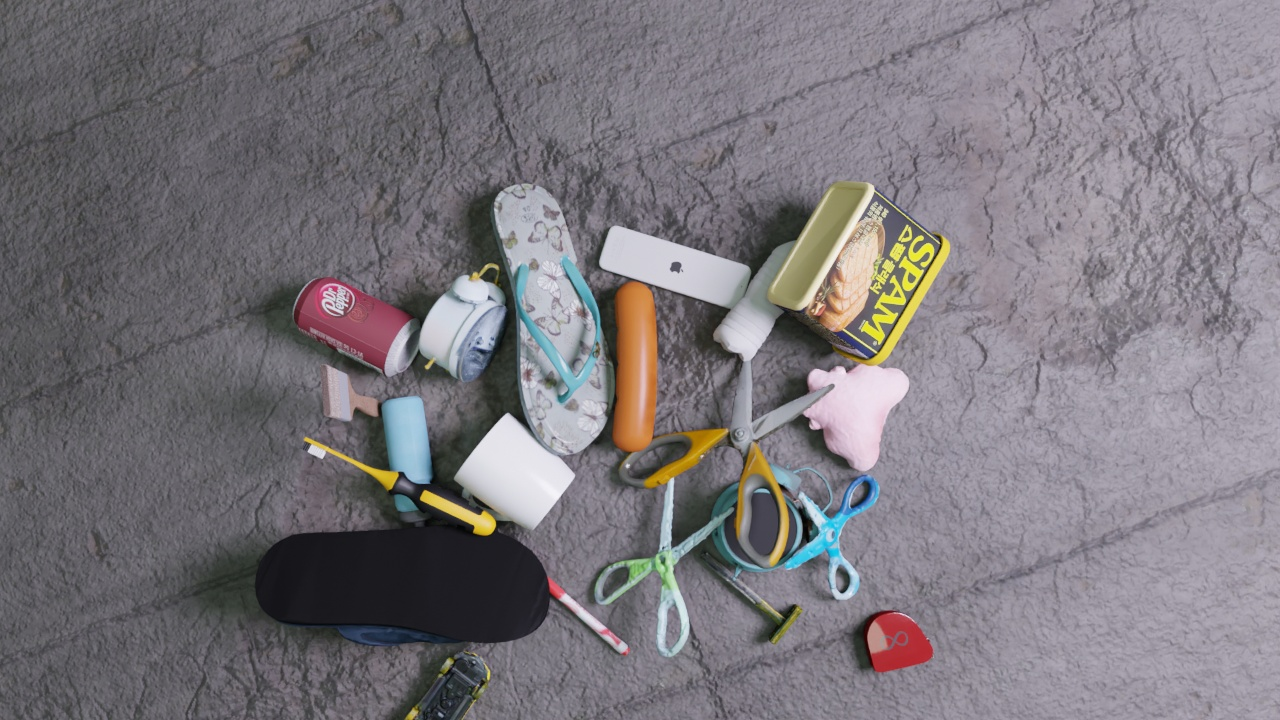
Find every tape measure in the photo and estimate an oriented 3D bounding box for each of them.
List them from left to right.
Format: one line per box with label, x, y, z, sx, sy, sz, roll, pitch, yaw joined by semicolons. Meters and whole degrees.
tape measure;0.240;0.261;0.861;0.059;0.019;0.051;-12;84;-3

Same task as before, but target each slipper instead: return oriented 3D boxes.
slipper;-0.220;0.219;0.877;0.265;0.084;0.108;3;63;-7
slipper;-0.075;-0.046;0.871;0.098;0.055;0.268;-6;79;-31

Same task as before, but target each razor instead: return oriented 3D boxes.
razor;0.100;0.220;0.875;0.106;0.026;0.042;39;93;10

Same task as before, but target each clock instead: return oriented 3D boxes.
clock;-0.162;-0.038;0.880;0.057;0.083;0.117;27;91;12
clock;0.123;0.148;0.860;0.124;0.053;0.090;-34;85;0

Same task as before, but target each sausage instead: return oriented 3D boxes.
sausage;-0.005;0.005;0.877;0.039;0.045;0.164;6;81;-36

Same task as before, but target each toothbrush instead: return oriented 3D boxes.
toothbrush;-0.226;0.116;0.862;0.196;0.031;0.030;26;76;-1

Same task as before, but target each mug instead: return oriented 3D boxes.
mug;-0.126;0.119;0.878;0.087;0.080;0.114;39;122;-1

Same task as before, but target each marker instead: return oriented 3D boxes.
marker;-0.067;0.238;0.892;0.142;0.013;0.013;39;91;5

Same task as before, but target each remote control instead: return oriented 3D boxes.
remote control;0.034;-0.091;0.901;0.147;0.008;0.045;18;89;5

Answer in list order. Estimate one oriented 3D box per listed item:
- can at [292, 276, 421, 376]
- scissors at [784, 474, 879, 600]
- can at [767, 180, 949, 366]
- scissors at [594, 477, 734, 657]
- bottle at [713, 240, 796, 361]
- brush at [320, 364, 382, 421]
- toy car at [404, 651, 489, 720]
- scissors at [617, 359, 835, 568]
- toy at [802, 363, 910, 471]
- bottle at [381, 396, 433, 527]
can;-0.276;-0.034;0.897;0.114;0.063;0.063;26;89;6
scissors;0.183;0.157;0.849;0.140;0.011;0.134;-49;119;-20
can;0.195;-0.081;0.832;0.104;0.075;0.135;31;90;-25
scissors;0.026;0.192;0.854;0.172;0.024;0.165;-40;49;23
bottle;0.124;-0.064;0.873;0.044;0.044;0.136;36;90;6
brush;-0.264;0.039;0.853;0.008;0.143;0.045;-9;78;3
toy car;-0.186;0.329;0.889;0.049;0.030;0.107;37;93;7
scissors;0.084;0.092;0.840;0.225;0.016;0.229;-27;50;14
toy;0.195;0.046;0.859;0.093;0.050;0.102;20;92;2
bottle;-0.225;0.102;0.898;0.040;0.040;0.130;-9;87;4
